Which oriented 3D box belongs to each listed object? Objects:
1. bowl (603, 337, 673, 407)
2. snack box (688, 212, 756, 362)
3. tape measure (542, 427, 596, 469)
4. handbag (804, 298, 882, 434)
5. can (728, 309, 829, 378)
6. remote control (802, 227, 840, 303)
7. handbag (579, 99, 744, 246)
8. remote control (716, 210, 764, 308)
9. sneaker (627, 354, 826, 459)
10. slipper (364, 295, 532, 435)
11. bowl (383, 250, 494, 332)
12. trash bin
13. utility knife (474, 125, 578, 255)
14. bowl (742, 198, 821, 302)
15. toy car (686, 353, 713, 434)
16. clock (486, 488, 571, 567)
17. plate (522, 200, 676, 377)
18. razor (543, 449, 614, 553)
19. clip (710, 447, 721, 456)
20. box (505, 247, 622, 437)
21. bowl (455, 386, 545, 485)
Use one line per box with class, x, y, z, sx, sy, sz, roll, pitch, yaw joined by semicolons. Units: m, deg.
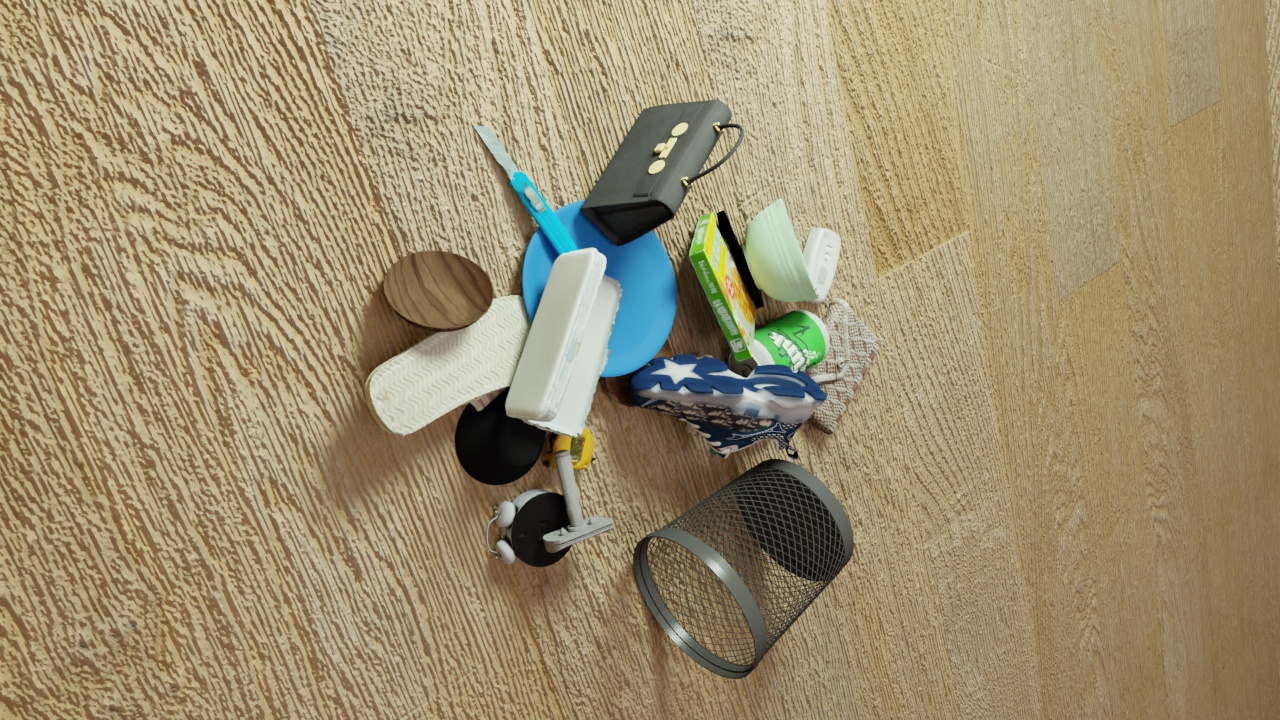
bowl;-0.007;0.007;1.218;0.114;0.026;0.102;-26;111;-30
snack box;0.115;-0.101;1.244;0.168;0.027;0.131;63;22;-24
tape measure;-0.088;0.109;1.172;0.068;0.030;0.059;10;92;-37
handbag;0.302;0.010;1.429;0.124;0.047;0.185;42;72;-33
can;0.201;-0.013;1.327;0.139;0.088;0.088;-27;111;-30
remote control;0.271;-0.143;1.396;0.060;0.028;0.114;15;87;-36
handbag;0.048;-0.239;1.104;0.072;0.196;0.175;43;64;-30
remote control;0.142;-0.141;1.293;0.013;0.034;0.150;-21;121;14
sneaker;0.108;0.074;1.224;0.269;0.103;0.133;6;117;-17
slipper;-0.203;0.007;1.054;0.262;0.052;0.115;-31;103;-42
bowl;-0.224;-0.070;1.019;0.119;0.119;0.032;-21;149;-32
trash bin;0.147;0.272;1.255;0.226;0.218;0.218;-32;113;-33
utility knife;-0.128;-0.188;1.097;0.031;0.015;0.220;-46;108;-31
bowl;0.191;-0.144;1.288;0.077;0.150;0.151;-21;114;13
toy car;0.076;0.046;1.279;0.039;0.039;0.113;10;91;-15
clock;-0.137;0.210;1.147;0.122;0.035;0.094;-5;99;-34
plate;-0.053;-0.090;1.160;0.224;0.024;0.224;4;83;-33
razor;-0.086;0.167;1.133;0.088;0.047;0.116;-16;97;-34
clip;0.163;0.099;1.356;0.120;0.033;0.122;28;80;-39
box;-0.069;-0.019;1.060;0.129;0.105;0.210;19;81;-34
bowl;-0.155;0.095;1.106;0.123;0.053;0.124;-5;99;-35
